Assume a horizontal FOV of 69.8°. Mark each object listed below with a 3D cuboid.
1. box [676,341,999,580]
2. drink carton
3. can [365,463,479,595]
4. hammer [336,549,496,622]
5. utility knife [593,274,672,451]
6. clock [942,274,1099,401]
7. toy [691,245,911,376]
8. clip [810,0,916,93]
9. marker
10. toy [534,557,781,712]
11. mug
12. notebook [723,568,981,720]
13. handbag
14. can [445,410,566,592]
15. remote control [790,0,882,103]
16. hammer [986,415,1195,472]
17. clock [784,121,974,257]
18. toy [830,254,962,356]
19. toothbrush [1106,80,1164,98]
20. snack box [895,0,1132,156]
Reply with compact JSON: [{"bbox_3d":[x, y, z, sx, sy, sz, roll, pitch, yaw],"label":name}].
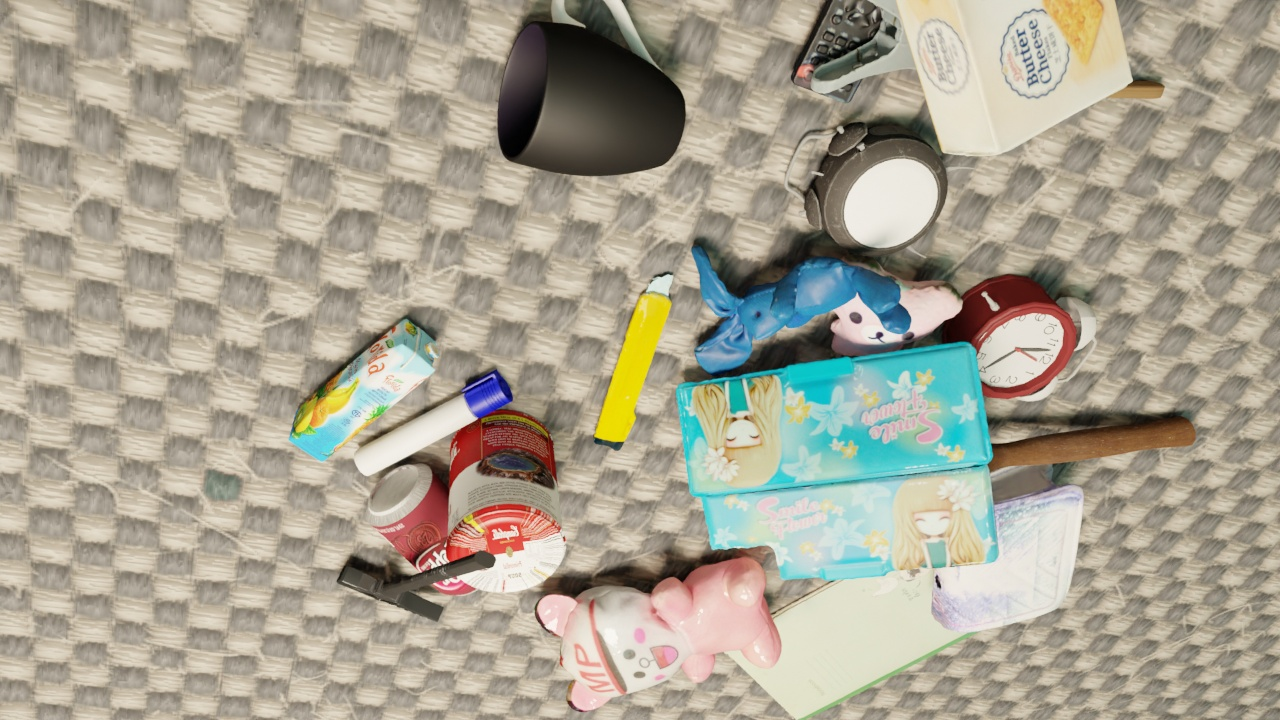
[{"bbox_3d":[0.152,0.088,0.711,0.227,0.056,0.185,-9,96,15],"label":"box"},{"bbox_3d":[-0.205,0.022,0.681,0.129,0.044,0.038,-37,122,16],"label":"drink carton"},{"bbox_3d":[-0.170,0.141,0.757,0.063,0.063,0.114,-27,124,9],"label":"can"},{"bbox_3d":[-0.155,0.165,0.679,0.095,0.015,0.326,28,154,-16],"label":"hammer"},{"bbox_3d":[-0.004,0.004,0.721,0.030,0.017,0.163,7,123,-20],"label":"utility knife"},{"bbox_3d":[0.307,-0.015,0.742,0.137,0.048,0.096,15,120,-18],"label":"clock"},{"bbox_3d":[0.106,-0.044,0.664,0.177,0.070,0.113,-8,139,34],"label":"toy"},{"bbox_3d":[0.187,-0.223,0.572,0.163,0.028,0.108,-12,131,-17],"label":"clip"},{"bbox_3d":[-0.164,0.050,0.720,0.133,0.023,0.027,-27,103,9],"label":"marker"},{"bbox_3d":[0.019,0.250,0.853,0.213,0.084,0.142,-17,123,0],"label":"toy"},{"bbox_3d":[-0.025,-0.172,0.567,0.100,0.085,0.119,5,94,-28],"label":"mug"},{"bbox_3d":[0.233,0.283,0.957,0.253,0.010,0.182,-32,124,12],"label":"notebook"},{"bbox_3d":[0.334,0.172,0.860,0.126,0.069,0.159,-13,123,-8],"label":"handbag"},{"bbox_3d":[-0.106,0.107,0.712,0.086,0.116,0.087,-5,125,-7],"label":"can"},{"bbox_3d":[0.146,-0.240,0.578,0.047,0.022,0.151,14,122,-20],"label":"remote control"},{"bbox_3d":[0.347,0.080,0.795,0.322,0.115,0.033,-5,148,-17],"label":"hammer"},{"bbox_3d":[0.166,-0.119,0.649,0.122,0.043,0.091,11,121,-17],"label":"clock"},{"bbox_3d":[0.184,-0.034,0.708,0.099,0.052,0.096,18,133,-6],"label":"toy"},{"bbox_3d":[0.288,-0.189,0.640,0.166,0.016,0.016,-2,124,-8],"label":"toothbrush"},{"bbox_3d":[0.198,-0.233,0.521,0.104,0.057,0.208,-29,109,-12],"label":"snack box"}]
